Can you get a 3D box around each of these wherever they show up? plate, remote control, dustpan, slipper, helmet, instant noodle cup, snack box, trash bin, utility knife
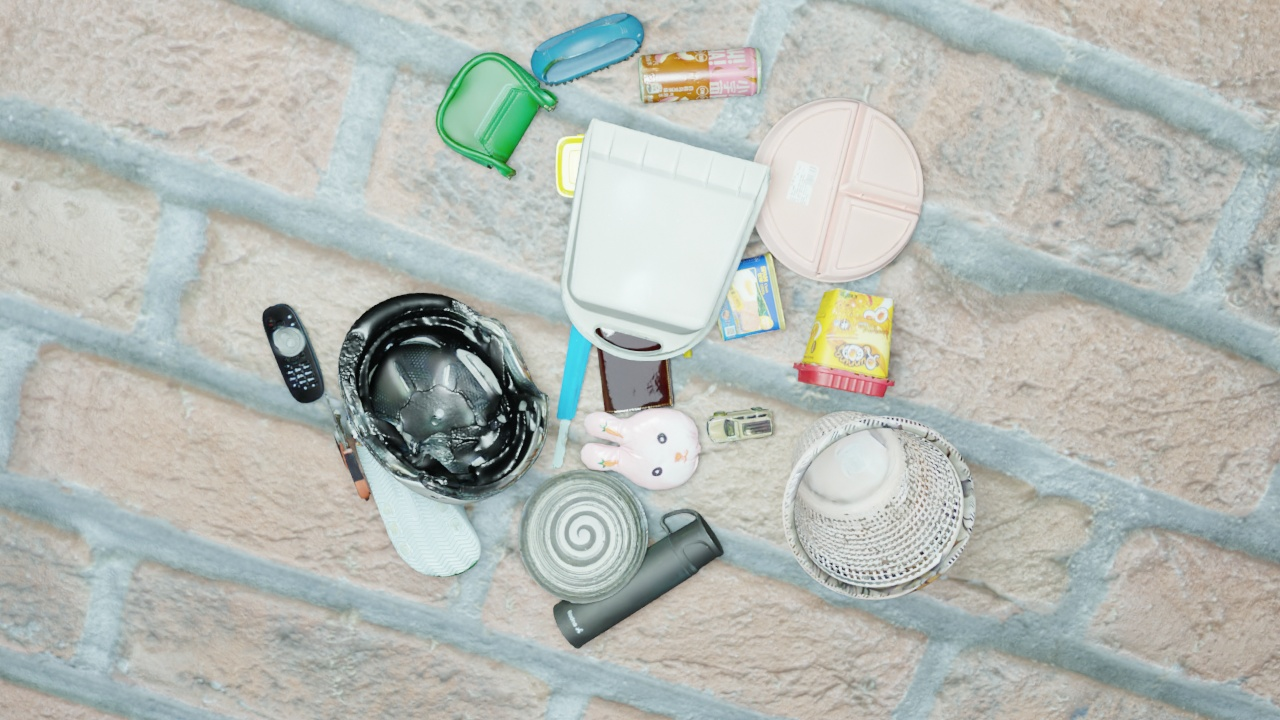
[{"bbox_3d":[-0.077,0.237,1.248,0.179,0.024,0.179,-1,82,8],"label":"plate"},{"bbox_3d":[-0.456,-0.010,1.212,0.053,0.024,0.136,-16,101,5],"label":"remote control"},{"bbox_3d":[0.012,-0.128,1.127,0.222,0.142,0.257,15,90,-3],"label":"dustpan"},{"bbox_3d":[-0.299,0.179,1.232,0.104,0.074,0.245,-31,85,8],"label":"slipper"},{"bbox_3d":[-0.249,0.062,1.154,0.274,0.157,0.229,46,63,8],"label":"helmet"},{"bbox_3d":[0.266,-0.023,1.170,0.116,0.116,0.123,11,91,-2],"label":"instant noodle cup"},{"bbox_3d":[0.249,-0.212,1.144,0.229,0.028,0.229,-1,96,-8],"label":"plate"},{"bbox_3d":[-0.057,-0.237,1.133,0.091,0.080,0.082,1,101,-1],"label":"snack box"},{"bbox_3d":[0.280,0.157,1.161,0.227,0.192,0.227,0,102,0],"label":"trash bin"},{"bbox_3d":[-0.095,0.046,1.226,0.034,0.018,0.216,20,106,30],"label":"utility knife"}]

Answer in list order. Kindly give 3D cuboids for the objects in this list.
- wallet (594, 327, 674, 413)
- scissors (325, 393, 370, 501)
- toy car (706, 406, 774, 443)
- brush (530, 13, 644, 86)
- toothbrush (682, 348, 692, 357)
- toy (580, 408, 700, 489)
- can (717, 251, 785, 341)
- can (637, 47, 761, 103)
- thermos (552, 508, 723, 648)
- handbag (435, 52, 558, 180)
[{"bbox_3d":[-0.007,0.007,1.219,0.096,0.020,0.122,-7,102,-2],"label":"wallet"},{"bbox_3d":[-0.369,0.112,1.153,0.015,0.203,0.204,-23,108,-20],"label":"scissors"},{"bbox_3d":[0.133,0.088,1.229,0.090,0.035,0.042,-7,101,4],"label":"toy car"},{"bbox_3d":[-0.065,-0.377,1.106,0.144,0.073,0.055,-20,95,4],"label":"brush"},{"bbox_3d":[0.046,-0.096,1.197,0.016,0.015,0.190,-8,103,6],"label":"toothbrush"},{"bbox_3d":[0.000,0.116,1.223,0.159,0.054,0.121,5,113,-1],"label":"toy"},{"bbox_3d":[0.135,-0.081,1.180,0.083,0.057,0.102,-12,102,5],"label":"can"},{"bbox_3d":[0.072,-0.348,1.120,0.147,0.058,0.058,-4,102,1],"label":"can"},{"bbox_3d":[-0.008,0.295,1.265,0.242,0.068,0.090,-34,68,5],"label":"thermos"},{"bbox_3d":[-0.179,-0.303,1.125,0.120,0.068,0.131,31,101,-8],"label":"handbag"}]
